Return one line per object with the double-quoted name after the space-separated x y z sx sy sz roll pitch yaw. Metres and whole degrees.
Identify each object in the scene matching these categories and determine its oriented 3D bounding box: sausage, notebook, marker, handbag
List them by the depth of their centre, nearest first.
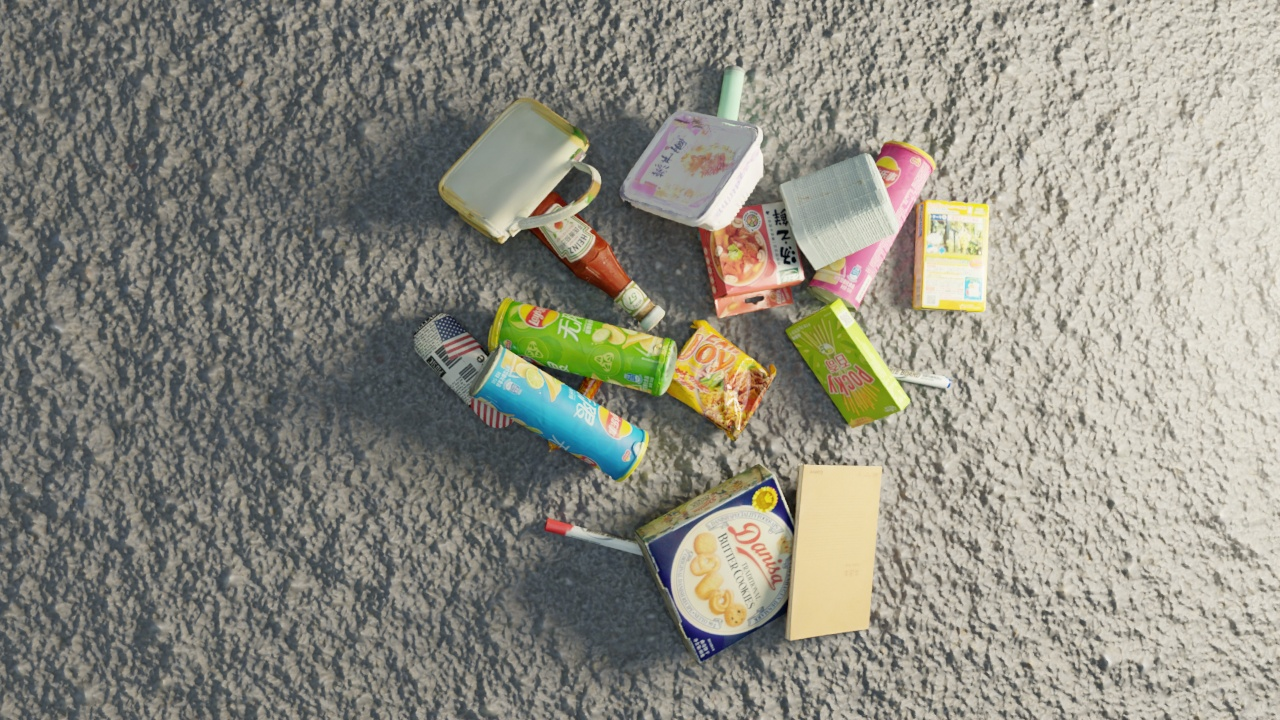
-0.128 -0.206 1.074 0.163 0.063 0.179 -48 57 -4 "handbag"
-0.070 0.043 1.139 0.021 0.021 0.165 31 87 -5 "sausage"
0.243 0.234 1.142 0.149 0.012 0.211 6 89 -36 "notebook"
-0.048 0.222 1.143 0.145 0.017 0.017 15 88 -6 "marker"
0.330 0.017 1.183 0.145 0.017 0.017 11 88 -6 "marker"

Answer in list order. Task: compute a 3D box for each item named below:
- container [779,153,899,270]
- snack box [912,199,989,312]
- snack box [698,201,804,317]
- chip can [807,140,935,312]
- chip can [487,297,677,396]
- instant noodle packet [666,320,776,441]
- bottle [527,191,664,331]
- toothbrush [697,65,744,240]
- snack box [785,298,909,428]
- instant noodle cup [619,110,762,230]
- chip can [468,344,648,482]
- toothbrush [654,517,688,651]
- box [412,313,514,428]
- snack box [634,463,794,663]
0.238 -0.178 1.090 0.112 0.090 0.089 -20 63 20 "container"
0.400 -0.133 1.184 0.087 0.034 0.140 2 91 -6 "snack box"
0.140 -0.126 1.137 0.113 0.044 0.127 -12 91 -21 "snack box"
0.288 -0.167 1.152 0.071 0.071 0.210 29 87 -5 "chip can"
-0.067 -0.015 1.096 0.221 0.072 0.072 14 88 4 "chip can"
0.095 0.022 1.146 0.128 0.044 0.110 34 82 -4 "instant noodle packet"
-0.054 -0.117 1.122 0.206 0.060 0.059 44 85 -4 "bottle"
0.101 -0.259 1.156 0.027 0.026 0.224 9 89 -14 "toothbrush"
0.257 0.006 1.143 0.026 0.086 0.156 -38 95 -38 "snack box"
0.069 -0.219 1.095 0.060 0.173 0.138 37 86 -39 "instant noodle cup"
-0.095 0.064 1.084 0.210 0.071 0.071 32 86 -16 "chip can"
0.043 0.278 1.135 0.016 0.014 0.189 -18 106 -16 "toothbrush"
-0.206 0.013 1.119 0.071 0.060 0.164 -43 95 -24 "box"
0.108 0.245 1.115 0.182 0.046 0.178 -27 109 -10 "snack box"
